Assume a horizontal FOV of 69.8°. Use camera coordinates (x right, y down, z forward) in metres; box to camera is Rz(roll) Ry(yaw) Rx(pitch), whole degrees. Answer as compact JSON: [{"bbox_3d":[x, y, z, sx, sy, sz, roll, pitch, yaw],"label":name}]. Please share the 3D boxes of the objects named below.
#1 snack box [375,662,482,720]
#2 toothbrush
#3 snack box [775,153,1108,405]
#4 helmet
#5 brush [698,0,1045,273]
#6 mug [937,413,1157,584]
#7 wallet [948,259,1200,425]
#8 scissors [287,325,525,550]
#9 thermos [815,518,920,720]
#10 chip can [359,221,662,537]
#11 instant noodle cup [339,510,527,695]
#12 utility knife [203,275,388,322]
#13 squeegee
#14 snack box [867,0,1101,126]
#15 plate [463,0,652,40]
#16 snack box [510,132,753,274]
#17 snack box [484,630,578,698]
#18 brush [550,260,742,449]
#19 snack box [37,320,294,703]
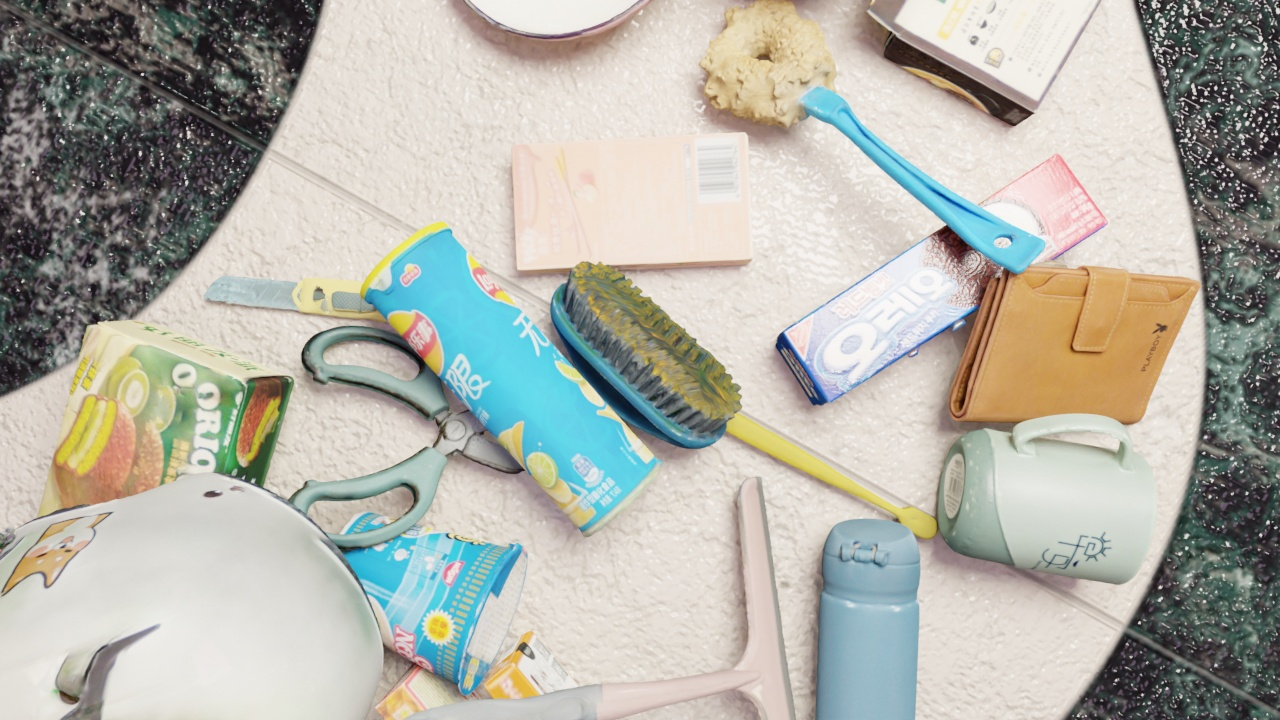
[{"bbox_3d":[-0.101,0.262,0.593,0.027,0.077,0.156,-40,88,3],"label":"snack box"},{"bbox_3d":[0.111,0.068,0.613,0.190,0.016,0.016,28,92,4],"label":"toothbrush"},{"bbox_3d":[0.187,-0.047,0.588,0.207,0.057,0.058,-33,86,3],"label":"snack box"},{"bbox_3d":[-0.281,0.196,0.487,0.274,0.157,0.230,-23,102,-5],"label":"helmet"},{"bbox_3d":[0.135,-0.138,0.562,0.083,0.046,0.254,-43,70,-8],"label":"brush"},{"bbox_3d":[0.248,0.078,0.563,0.106,0.082,0.112,10,127,6],"label":"mug"},{"bbox_3d":[0.265,-0.008,0.565,0.131,0.031,0.108,3,117,-15],"label":"wallet"},{"bbox_3d":[-0.164,0.036,0.602,0.170,0.019,0.181,-25,70,-24],"label":"scissors"},{"bbox_3d":[0.145,0.214,0.586,0.070,0.070,0.220,2,91,3],"label":"thermos"},{"bbox_3d":[-0.081,0.012,0.584,0.071,0.071,0.210,-42,91,2],"label":"chip can"},{"bbox_3d":[-0.142,0.148,0.592,0.110,0.099,0.099,17,91,10],"label":"instant noodle cup"},{"bbox_3d":[-0.194,-0.039,0.630,0.212,0.022,0.031,6,89,7],"label":"utility knife"},{"bbox_3d":[-0.017,0.202,0.545,0.249,0.040,0.247,-4,78,-15],"label":"squeegee"},{"bbox_3d":[0.221,-0.233,0.586,0.125,0.053,0.113,30,92,3],"label":"snack box"},{"bbox_3d":[-0.042,-0.298,0.591,0.193,0.039,0.192,0,90,19],"label":"plate"},{"bbox_3d":[-0.005,-0.103,0.611,0.157,0.026,0.084,-2,91,3],"label":"snack box"},{"bbox_3d":[-0.037,0.249,0.591,0.026,0.075,0.153,-40,88,2],"label":"snack box"},{"bbox_3d":[-0.003,0.003,0.593,0.144,0.055,0.074,44,133,8],"label":"brush"},{"bbox_3d":[-0.319,0.104,0.593,0.114,0.063,0.240,19,96,9],"label":"snack box"}]
